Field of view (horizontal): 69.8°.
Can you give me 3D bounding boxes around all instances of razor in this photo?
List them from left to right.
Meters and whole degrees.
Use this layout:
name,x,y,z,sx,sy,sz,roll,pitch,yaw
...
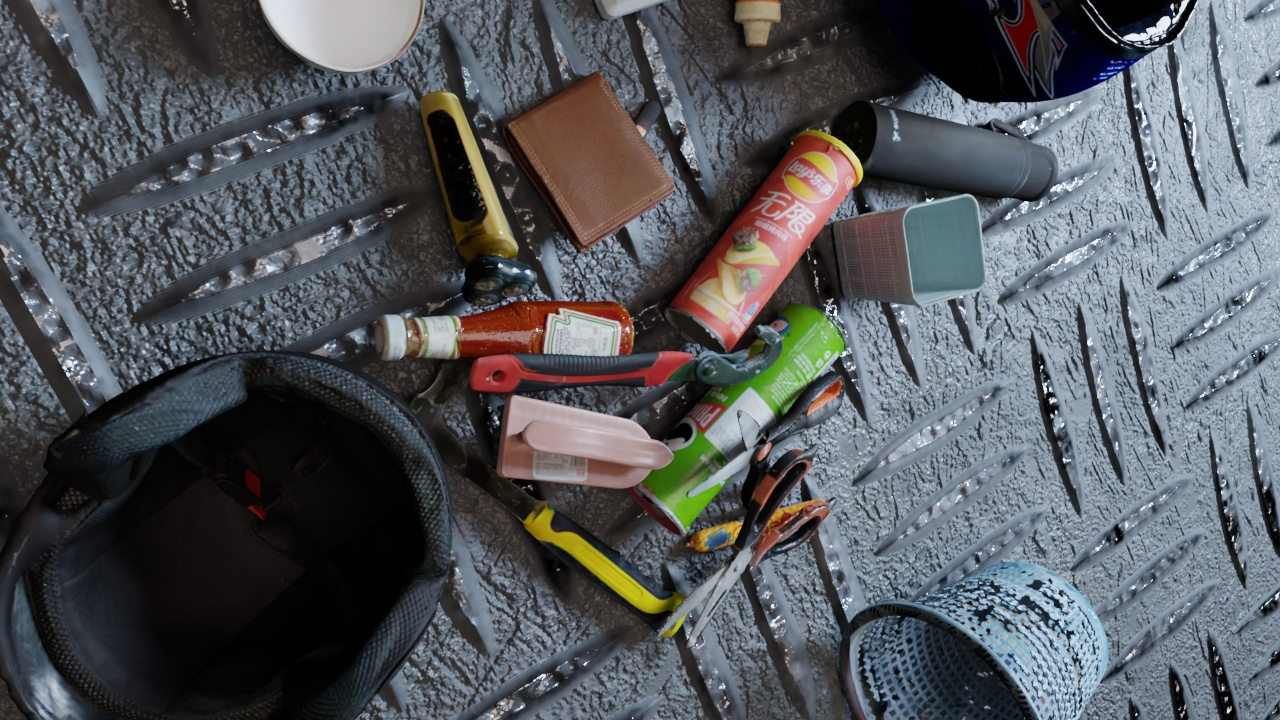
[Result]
name,x,y,z,sx,sy,sz,roll,pitch,yaw
razor,-0.133,-0.126,0.715,0.062,0.067,0.167,-16,97,10

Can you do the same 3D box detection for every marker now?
name,x,y,z,sx,sy,sz,roll,pitch,yaw
marker,-0.018,-0.173,0.788,0.018,0.015,0.123,36,77,-22

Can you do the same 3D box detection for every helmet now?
name,x,y,z,sx,sy,sz,roll,pitch,yaw
helmet,-0.252,0.118,0.591,0.274,0.230,0.233,-37,98,-4
helmet,0.315,-0.370,0.794,0.315,0.241,0.247,34,80,-34

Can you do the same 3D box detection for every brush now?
name,x,y,z,sx,sy,sz,roll,pitch,yaw
brush,-0.045,0.070,0.737,0.145,0.073,0.063,13,76,-34

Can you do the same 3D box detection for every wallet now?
name,x,y,z,sx,sy,sz,roll,pitch,yaw
wallet,-0.042,-0.165,0.758,0.101,0.032,0.124,-35,94,-17

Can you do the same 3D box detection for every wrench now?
name,x,y,z,sx,sy,sz,roll,pitch,yaw
wrench,-0.004,0.004,0.742,0.273,0.016,0.056,-5,127,-24

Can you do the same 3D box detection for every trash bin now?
name,x,y,z,sx,sy,sz,roll,pitch,yaw
trash bin,0.347,0.306,0.912,0.194,0.227,0.226,-20,103,-35

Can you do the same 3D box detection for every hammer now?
name,x,y,z,sx,sy,sz,roll,pitch,yaw
hammer,-0.080,0.142,0.780,0.323,0.032,0.126,43,77,-23

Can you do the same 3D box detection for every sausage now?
name,x,y,z,sx,sy,sz,roll,pitch,yaw
sausage,0.116,0.158,0.878,0.165,0.021,0.021,-11,99,-24

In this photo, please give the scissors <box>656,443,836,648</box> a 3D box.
name,x,y,z,sx,sy,sz,roll,pitch,yaw
scissors,0.102,0.168,0.830,0.225,0.015,0.189,-21,131,-32

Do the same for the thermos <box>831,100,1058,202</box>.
name,x,y,z,sx,sy,sz,roll,pitch,yaw
thermos,0.303,-0.211,0.914,0.242,0.069,0.089,3,61,-27

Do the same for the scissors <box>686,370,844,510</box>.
name,x,y,z,sx,sy,sz,roll,pitch,yaw
scissors,0.113,0.080,0.798,0.220,0.022,0.229,-38,150,-29

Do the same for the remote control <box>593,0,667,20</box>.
name,x,y,z,sx,sy,sz,roll,pitch,yaw
remote control,0.015,-0.331,0.782,0.124,0.024,0.049,-27,106,-21

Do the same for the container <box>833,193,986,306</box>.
name,x,y,z,sx,sy,sz,roll,pitch,yaw
container,0.248,-0.102,0.865,0.090,0.112,0.090,-15,100,-24

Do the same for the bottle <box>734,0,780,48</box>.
name,x,y,z,sx,sy,sz,roll,pitch,yaw
bottle,0.105,-0.353,0.804,0.066,0.067,0.149,-5,105,-25

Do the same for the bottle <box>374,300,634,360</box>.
name,x,y,z,sx,sy,sz,roll,pitch,yaw
bottle,-0.104,-0.019,0.726,0.205,0.060,0.060,-2,96,-31

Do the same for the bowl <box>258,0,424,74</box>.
name,x,y,z,sx,sy,sz,roll,pitch,yaw
bowl,-0.217,-0.260,0.659,0.113,0.062,0.113,-2,95,-24

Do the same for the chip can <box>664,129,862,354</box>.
name,x,y,z,sx,sy,sz,roll,pitch,yaw
chip can,0.110,-0.106,0.823,0.073,0.073,0.216,43,77,-22

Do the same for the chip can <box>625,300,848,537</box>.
name,x,y,z,sx,sy,sz,roll,pitch,yaw
chip can,0.088,0.049,0.827,0.235,0.072,0.072,-46,111,-14
